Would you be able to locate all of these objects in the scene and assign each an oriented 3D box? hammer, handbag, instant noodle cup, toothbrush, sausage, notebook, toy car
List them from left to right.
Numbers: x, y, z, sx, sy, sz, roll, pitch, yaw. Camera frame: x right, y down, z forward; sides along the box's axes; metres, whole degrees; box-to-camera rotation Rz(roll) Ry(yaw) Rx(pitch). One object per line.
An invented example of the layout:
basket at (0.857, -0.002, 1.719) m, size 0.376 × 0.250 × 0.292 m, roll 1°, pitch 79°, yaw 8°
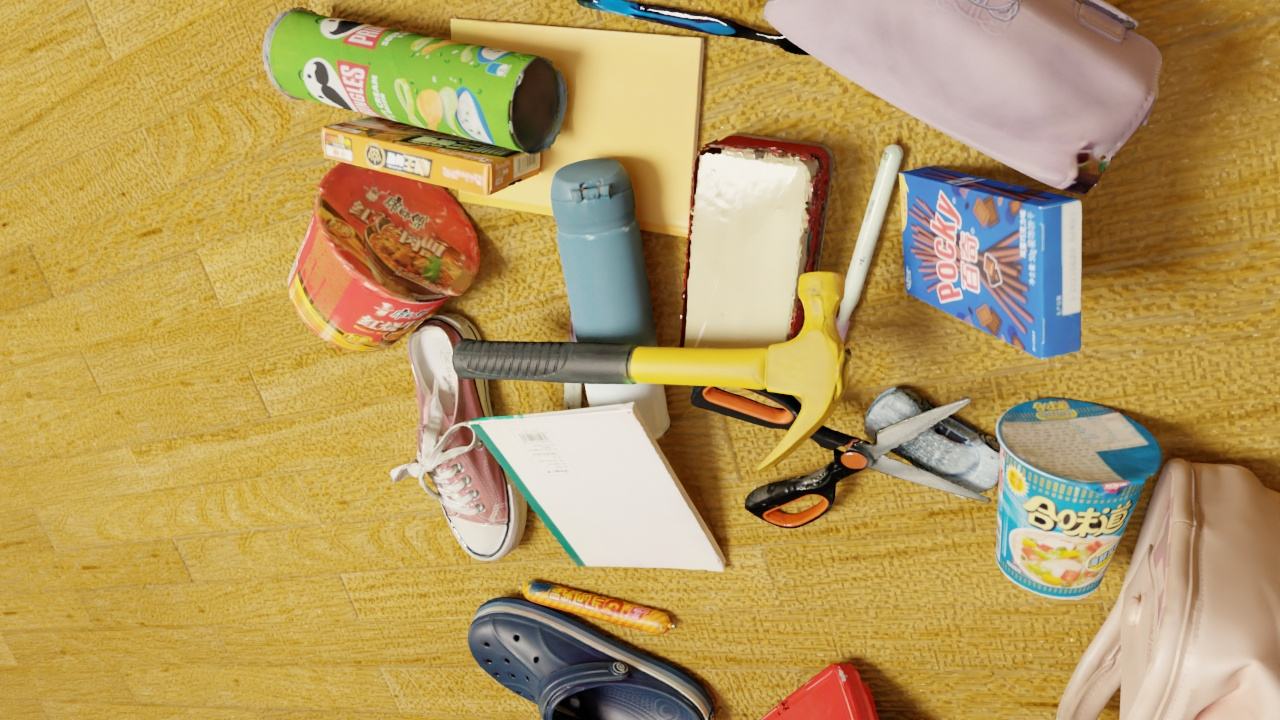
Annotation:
instant noodle cup at (-0.218, -0.080, 0.754) m, size 0.138 × 0.137 × 0.109 m, roll 50°, pitch 131°, yaw -1°
notebook at (-0.054, -0.179, 0.700) m, size 0.206 × 0.010 × 0.146 m, roll 12°, pitch 116°, yaw 20°
toothbrush at (-0.052, -0.024, 0.764) m, size 0.016 × 0.017 × 0.188 m, roll 14°, pitch 119°, yaw 16°
sausage at (-0.043, 0.231, 0.863) m, size 0.165 × 0.021 × 0.021 m, roll 8°, pitch 114°, yaw 22°
notebook at (-0.032, 0.113, 0.763) m, size 0.151 × 0.012 × 0.209 m, roll -6°, pitch 134°, yaw 27°
hammer at (-0.004, 0.004, 0.643) m, size 0.301 × 0.032 × 0.128 m, roll 2°, pitch 89°, yaw 27°
toothbrush at (0.039, -0.234, 0.634) m, size 0.190 × 0.016 × 0.014 m, roll 19°, pitch 127°, yaw 20°
toothbrush at (0.151, -0.060, 0.650) m, size 0.020 × 0.029 × 0.190 m, roll 2°, pitch 119°, yaw -22°
toy car at (0.213, 0.061, 0.666) m, size 0.105 × 0.031 × 0.049 m, roll 31°, pitch 123°, yaw 8°
handbag at (0.180, -0.179, 0.512) m, size 0.197 × 0.144 × 0.099 m, roll 34°, pitch 124°, yaw 7°
instant noodle cup at (0.282, 0.097, 0.617) m, size 0.099 × 0.099 × 0.110 m, roll 10°, pitch 123°, yaw 21°
handbag at (0.329, 0.194, 0.586) m, size 0.093 × 0.192 × 0.235 m, roll 26°, pitch 130°, yaw 15°

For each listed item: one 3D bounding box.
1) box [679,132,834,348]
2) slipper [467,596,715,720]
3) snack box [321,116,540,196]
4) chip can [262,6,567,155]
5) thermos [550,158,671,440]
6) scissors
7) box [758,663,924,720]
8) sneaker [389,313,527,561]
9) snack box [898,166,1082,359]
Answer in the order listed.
box at (0.079, -0.068, 0.646) m, size 0.091 × 0.077 × 0.168 m, roll 13°, pitch 117°, yaw 20°
slipper at (-0.057, 0.314, 0.865) m, size 0.253 × 0.095 × 0.105 m, roll 18°, pitch 115°, yaw 13°
snack box at (-0.161, -0.161, 0.708) m, size 0.154 × 0.075 × 0.026 m, roll 16°, pitch 118°, yaw 20°
chip can at (-0.173, -0.214, 0.695) m, size 0.236 × 0.072 × 0.072 m, roll 18°, pitch 118°, yaw 22°
thermos at (-0.022, -0.042, 0.704) m, size 0.070 × 0.070 × 0.221 m, roll 2°, pitch 116°, yaw 24°
scissors at (0.136, 0.064, 0.668) m, size 0.221 × 0.021 × 0.234 m, roll 31°, pitch 141°, yaw -11°
box at (0.159, 0.354, 0.803) m, size 0.100 × 0.095 × 0.202 m, roll 18°, pitch 127°, yaw -26°
sneaker at (-0.169, 0.081, 0.819) m, size 0.118 × 0.087 × 0.241 m, roll 0°, pitch 110°, yaw 25°
snack box at (0.204, -0.065, 0.551) m, size 0.026 × 0.157 × 0.084 m, roll -12°, pitch 110°, yaw -9°
